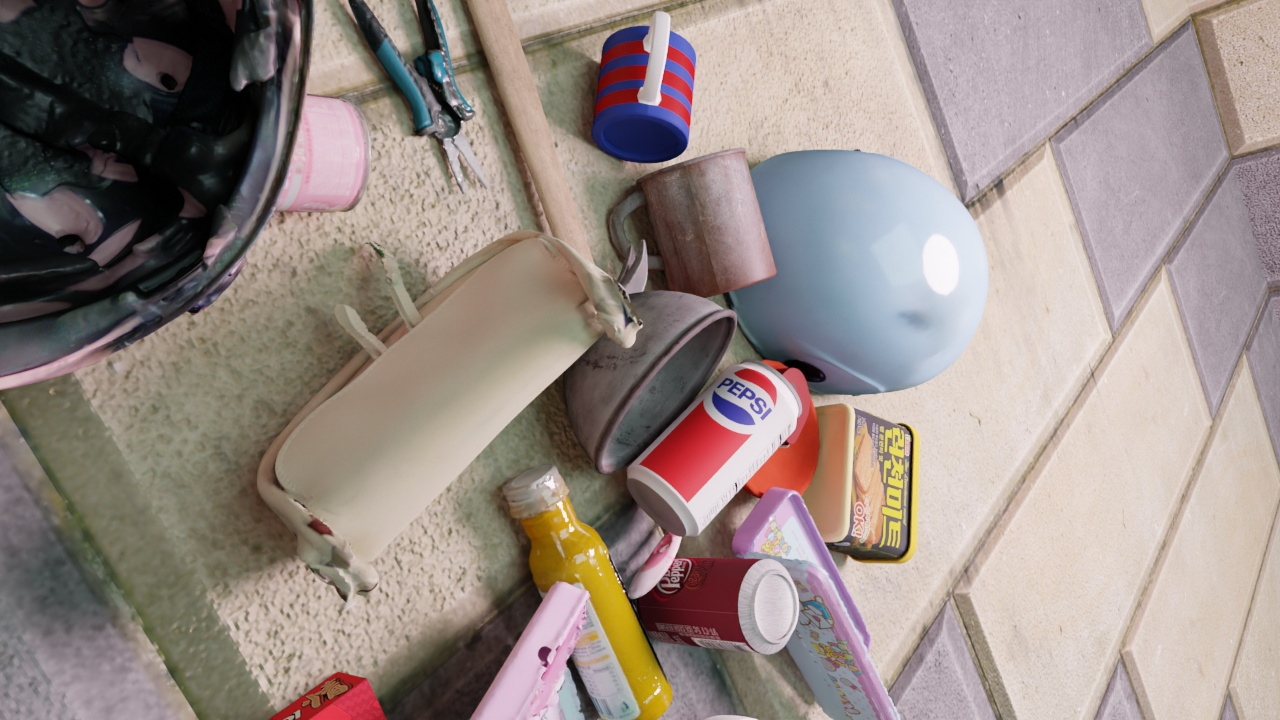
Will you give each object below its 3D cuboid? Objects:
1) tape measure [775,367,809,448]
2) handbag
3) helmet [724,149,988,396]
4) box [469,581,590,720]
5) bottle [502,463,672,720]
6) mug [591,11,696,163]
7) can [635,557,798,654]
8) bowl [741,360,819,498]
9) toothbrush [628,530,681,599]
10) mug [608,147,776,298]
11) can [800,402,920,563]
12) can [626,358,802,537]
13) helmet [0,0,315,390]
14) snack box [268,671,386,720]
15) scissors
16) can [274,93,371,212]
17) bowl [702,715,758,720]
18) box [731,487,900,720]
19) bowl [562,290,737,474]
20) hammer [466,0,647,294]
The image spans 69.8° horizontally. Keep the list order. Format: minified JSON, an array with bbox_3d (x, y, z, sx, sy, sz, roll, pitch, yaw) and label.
[{"bbox_3d":[0.122,0.036,0.768,0.051,0.019,0.059,-35,113,-44],"label":"tape measure"},{"bbox_3d":[-0.115,0.003,0.501,0.228,0.184,0.132,-46,111,-19],"label":"handbag"},{"bbox_3d":[0.204,-0.085,0.824,0.265,0.167,0.225,24,75,-28],"label":"helmet"},{"bbox_3d":[-0.081,0.238,0.523,0.200,0.059,0.156,-54,155,-57],"label":"box"},{"bbox_3d":[-0.037,0.159,0.621,0.053,0.053,0.186,-34,105,-42],"label":"bottle"},{"bbox_3d":[0.006,-0.210,0.696,0.075,0.112,0.076,8,74,-7],"label":"mug"},{"bbox_3d":[0.053,0.174,0.660,0.063,0.114,0.063,10,75,-42],"label":"can"},{"bbox_3d":[0.103,0.062,0.785,0.121,0.035,0.122,10,75,-42],"label":"bowl"},{"bbox_3d":[0.022,0.135,0.691,0.016,0.022,0.134,65,34,-20],"label":"toothbrush"},{"bbox_3d":[0.039,-0.101,0.729,0.123,0.096,0.110,-17,91,-8],"label":"mug"},{"bbox_3d":[0.194,0.112,0.838,0.101,0.073,0.130,21,68,-37],"label":"can"},{"bbox_3d":[0.056,0.064,0.684,0.131,0.070,0.070,-43,112,-22],"label":"can"},{"bbox_3d":[-0.270,-0.109,0.377,0.230,0.153,0.255,26,76,-26],"label":"helmet"},{"bbox_3d":[-0.185,0.264,0.471,0.151,0.036,0.132,-30,103,-43],"label":"snack box"},{"bbox_3d":[-0.143,-0.189,0.611,0.120,0.019,0.150,14,74,-42],"label":"scissors"},{"bbox_3d":[-0.200,-0.116,0.509,0.076,0.067,0.067,-7,87,-45],"label":"can"},{"bbox_3d":[0.058,0.317,0.681,0.104,0.054,0.104,8,78,-41],"label":"bowl"},{"bbox_3d":[0.159,0.208,0.745,0.089,0.093,0.214,-47,123,-28],"label":"box"},{"bbox_3d":[-0.004,0.003,0.645,0.067,0.145,0.144,40,46,16],"label":"bowl"},{"bbox_3d":[-0.084,-0.173,0.661,0.119,0.031,0.331,-22,93,-37],"label":"hammer"}]
